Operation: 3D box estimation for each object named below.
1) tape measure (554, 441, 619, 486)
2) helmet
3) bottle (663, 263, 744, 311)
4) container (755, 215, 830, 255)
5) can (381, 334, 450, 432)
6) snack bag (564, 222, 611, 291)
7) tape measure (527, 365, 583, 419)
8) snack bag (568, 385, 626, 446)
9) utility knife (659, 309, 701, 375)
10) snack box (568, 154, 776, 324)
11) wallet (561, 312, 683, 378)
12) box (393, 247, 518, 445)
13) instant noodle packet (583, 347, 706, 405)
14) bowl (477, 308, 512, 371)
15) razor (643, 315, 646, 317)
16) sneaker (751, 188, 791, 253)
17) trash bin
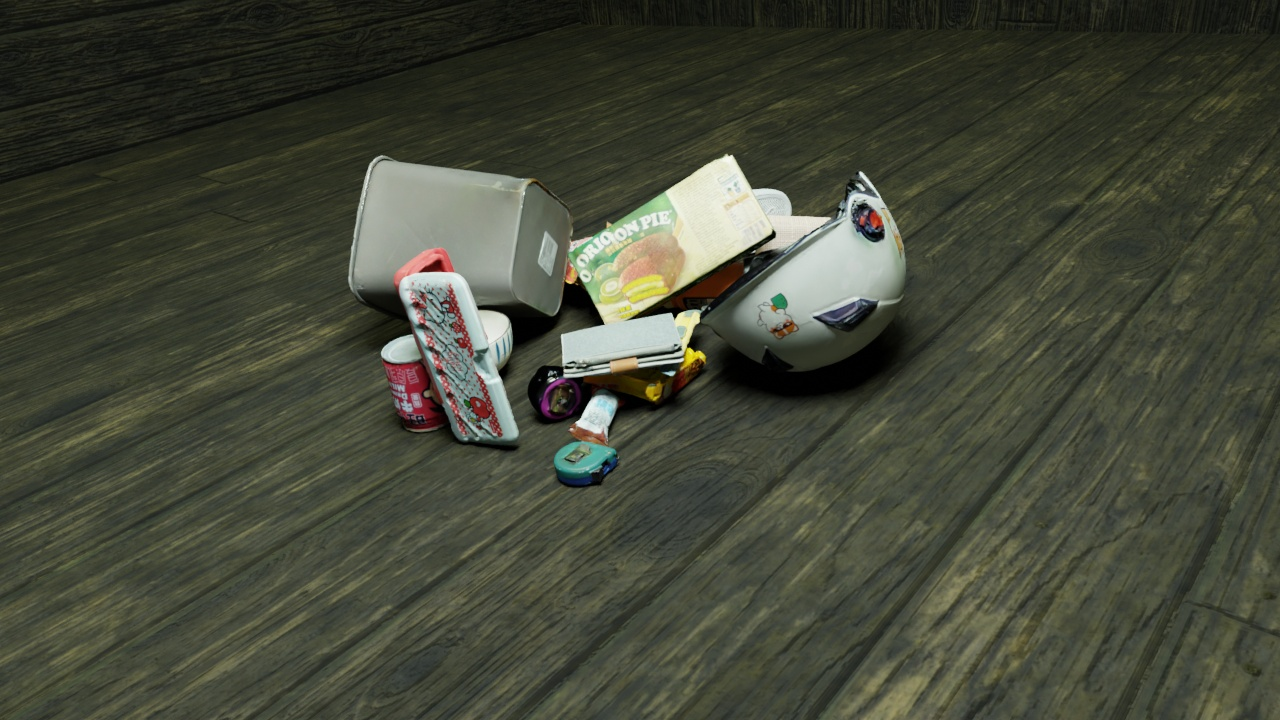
[{"bbox_3d":[-0.058,0.101,0.911,0.058,0.025,0.054,10,32,30],"label":"tape measure"},{"bbox_3d":[0.198,-0.074,1.015,0.231,0.157,0.273,-38,4,33],"label":"helmet"},{"bbox_3d":[0.081,-0.091,1.202,0.150,0.067,0.066,-1,28,26],"label":"bottle"},{"bbox_3d":[0.210,-0.148,1.234,0.111,0.090,0.089,0,17,8],"label":"container"},{"bbox_3d":[-0.245,0.026,1.022,0.066,0.094,0.066,-5,29,3],"label":"can"},{"bbox_3d":[-0.074,-0.151,1.311,0.128,0.073,0.208,-22,24,-10],"label":"snack bag"},{"bbox_3d":[-0.093,0.036,1.005,0.057,0.058,0.039,10,20,-32],"label":"tape measure"},{"bbox_3d":[-0.044,0.058,0.982,0.045,0.026,0.105,28,30,-3],"label":"snack bag"},{"bbox_3d":[0.044,-0.021,1.048,0.031,0.019,0.182,-1,30,13],"label":"utility knife"},{"bbox_3d":[0.039,-0.144,1.145,0.240,0.114,0.063,-31,-5,13],"label":"snack box"},{"bbox_3d":[-0.021,-0.011,1.005,0.130,0.037,0.106,-10,25,-1],"label":"wallet"},{"bbox_3d":[-0.176,-0.015,0.963,0.100,0.201,0.094,1,32,28],"label":"box"},{"bbox_3d":[-0.006,0.006,1.055,0.128,0.044,0.110,15,29,30],"label":"instant noodle packet"},{"bbox_3d":[-0.208,-0.008,1.104,0.116,0.066,0.116,-7,28,3],"label":"bowl"},{"bbox_3d":[-0.011,-0.094,1.263,0.043,0.028,0.132,-7,26,8],"label":"razor"},{"bbox_3d":[0.104,-0.198,1.372,0.242,0.089,0.090,-18,25,-6],"label":"sneaker"},{"bbox_3d":[-0.221,-0.147,1.188,0.220,0.199,0.198,5,-8,19],"label":"trash bin"}]
